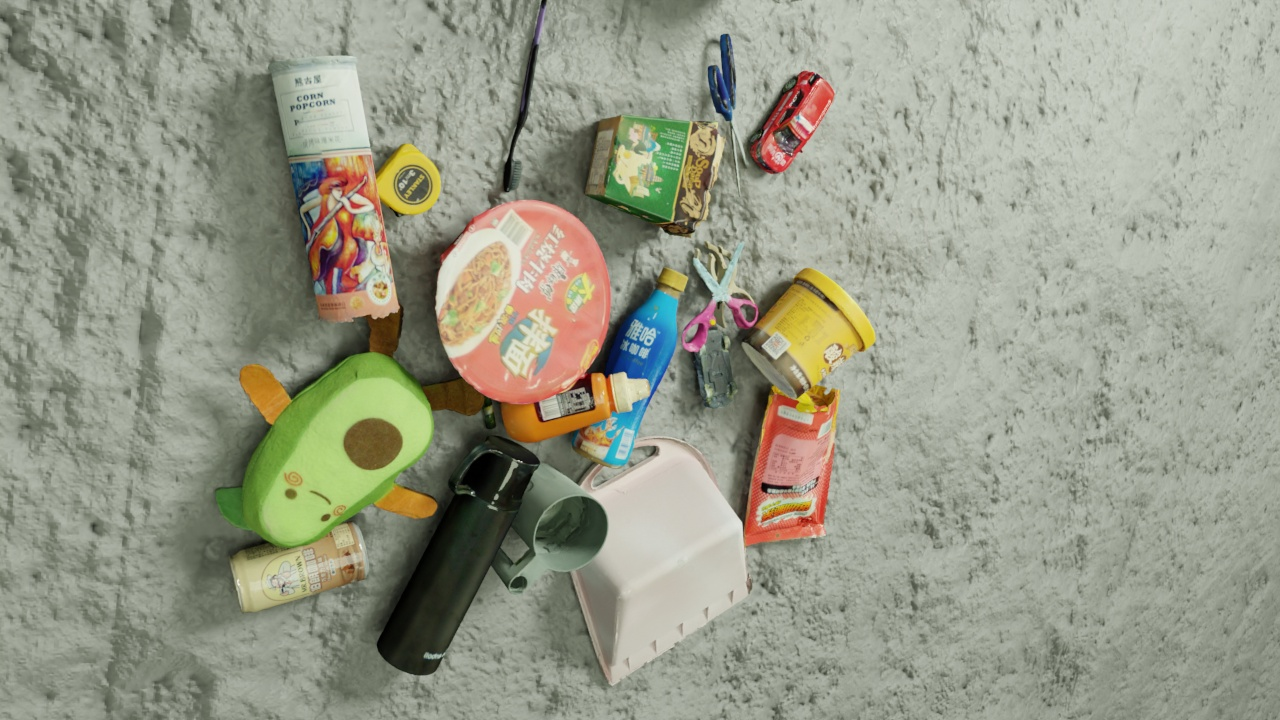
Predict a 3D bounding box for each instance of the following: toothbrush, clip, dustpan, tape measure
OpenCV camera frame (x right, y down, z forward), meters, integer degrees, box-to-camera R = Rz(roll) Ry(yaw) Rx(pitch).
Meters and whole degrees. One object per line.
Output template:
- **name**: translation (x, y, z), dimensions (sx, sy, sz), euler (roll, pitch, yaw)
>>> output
- **toothbrush**: translation (-0.107, -0.254, 0.877), dimensions (0.016, 0.014, 0.189), euler (5, 101, -39)
- **clip**: translation (0.093, -0.088, 1.030), dimensions (0.070, 0.035, 0.100), euler (-37, 124, -17)
- **dustpan**: translation (0.017, 0.224, 1.092), dimensions (0.222, 0.139, 0.274), euler (-26, 144, -23)
- **toothbrush**: translation (-0.166, -0.016, 0.912), dimensions (0.017, 0.012, 0.186), euler (-29, 119, -45)
- **tape measure**: translation (-0.213, -0.161, 0.835), dimensions (0.057, 0.029, 0.060), euler (42, 82, -31)

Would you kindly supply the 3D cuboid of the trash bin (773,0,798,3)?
- **trash bin**: translation (0.075, -0.477, 0.801), dimensions (0.251, 0.230, 0.229), euler (16, 96, -27)

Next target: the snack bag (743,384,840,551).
- **snack bag**: translation (0.189, 0.134, 1.135), dimensions (0.128, 0.073, 0.208), euler (-5, 112, -27)

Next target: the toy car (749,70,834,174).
- **toy car**: translation (0.169, -0.263, 1.014), dimensions (0.053, 0.045, 0.120), euler (34, 88, -31)

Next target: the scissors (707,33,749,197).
- **scissors**: translation (0.093, -0.259, 0.951), dimensions (0.176, 0.012, 0.162), euler (38, 49, -67)

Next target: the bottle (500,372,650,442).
- **bottle**: translation (-0.064, 0.041, 0.929), dimensions (0.149, 0.066, 0.067), euler (-11, 112, 2)

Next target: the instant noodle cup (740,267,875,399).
- **instant noodle cup**: translation (0.188, -0.027, 1.056), dimensions (0.114, 0.118, 0.118), euler (-42, 121, -4)

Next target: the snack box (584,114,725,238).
- **snack box**: translation (0.008, -0.192, 0.913), dimensions (0.105, 0.117, 0.118), euler (11, 97, -19)

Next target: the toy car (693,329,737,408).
- **toy car**: translation (0.082, 0.009, 1.051), dimensions (0.042, 0.034, 0.090), euler (-15, 102, -23)

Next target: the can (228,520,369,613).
- **can**: translation (-0.319, 0.193, 0.860), dimensions (0.116, 0.058, 0.058), euler (-12, 110, -26)

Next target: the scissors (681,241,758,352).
- **scissors**: translation (0.091, -0.067, 1.010), dimensions (0.133, 0.017, 0.133), euler (14, 104, -38)

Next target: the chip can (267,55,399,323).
- **chip can**: translation (-0.257, -0.142, 0.778), dimensions (0.071, 0.071, 0.215), euler (-13, 105, -26)

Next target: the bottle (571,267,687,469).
- **bottle**: translation (-0.006, 0.006, 0.981), dimensions (0.065, 0.065, 0.218), euler (21, 93, -33)

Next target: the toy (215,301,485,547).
- **toy**: translation (-0.266, 0.071, 0.838), dimensions (0.227, 0.090, 0.246), euler (46, 76, -25)

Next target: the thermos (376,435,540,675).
- **thermos**: translation (-0.189, 0.191, 0.912), dimensions (0.090, 0.068, 0.242), euler (19, 100, -48)

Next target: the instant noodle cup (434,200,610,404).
- **instant noodle cup**: translation (-0.122, -0.058, 0.883), dimensions (0.193, 0.066, 0.194), euler (-9, 104, -39)

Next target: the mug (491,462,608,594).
- **mug**: translation (-0.107, 0.173, 0.950), dimensions (0.123, 0.103, 0.084), euler (-42, 120, -12)
